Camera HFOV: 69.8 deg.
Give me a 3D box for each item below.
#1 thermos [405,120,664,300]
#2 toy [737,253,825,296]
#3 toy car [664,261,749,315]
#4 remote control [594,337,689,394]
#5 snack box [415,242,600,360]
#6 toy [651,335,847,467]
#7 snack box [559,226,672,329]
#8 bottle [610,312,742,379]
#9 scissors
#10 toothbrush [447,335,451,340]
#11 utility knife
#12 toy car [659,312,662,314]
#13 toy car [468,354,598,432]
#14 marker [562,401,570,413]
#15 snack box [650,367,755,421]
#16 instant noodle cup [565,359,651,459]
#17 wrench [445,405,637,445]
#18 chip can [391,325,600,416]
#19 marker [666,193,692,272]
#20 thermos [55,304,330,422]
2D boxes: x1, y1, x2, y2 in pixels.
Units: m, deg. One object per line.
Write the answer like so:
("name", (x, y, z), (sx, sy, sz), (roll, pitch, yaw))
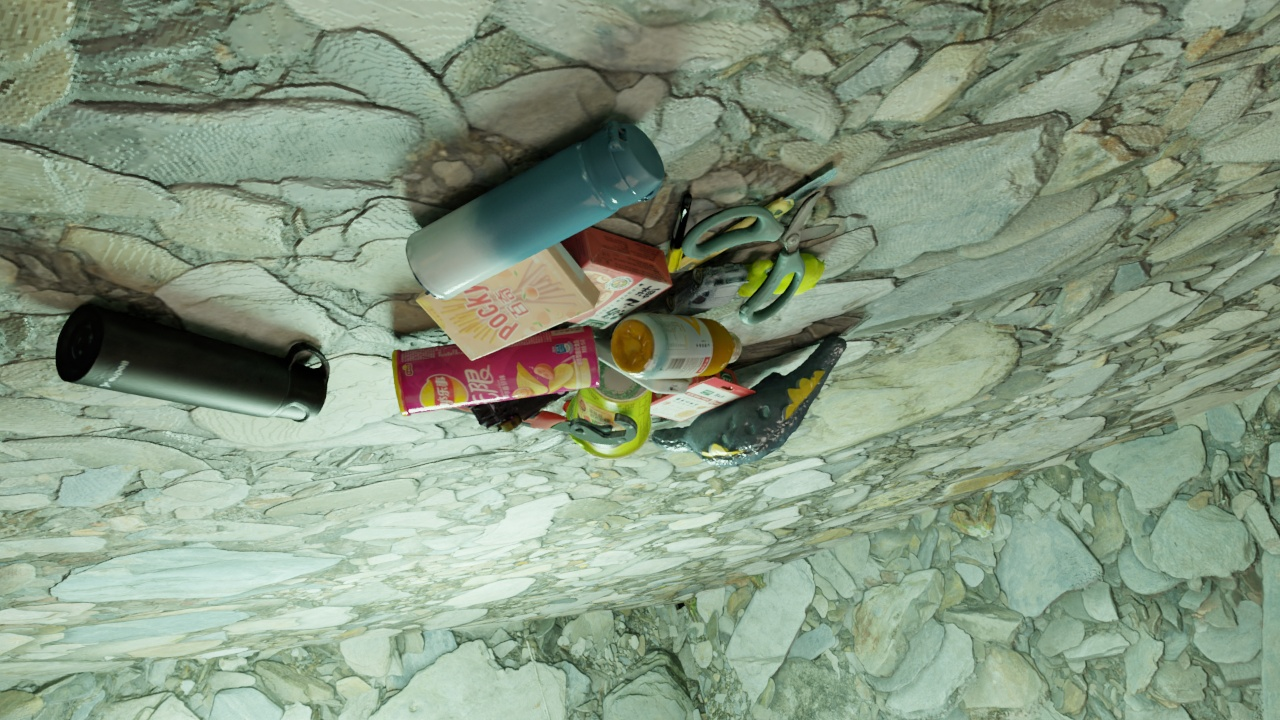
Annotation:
("thermos", (-0.086, -0.118, 0.738), (0.221, 0.070, 0.070), (-23, 157, 22))
("toy", (0.152, -0.091, 0.992), (0.100, 0.031, 0.096), (-18, 156, 13))
("toy car", (0.070, -0.071, 0.975), (0.054, 0.036, 0.121), (-10, 167, -27))
("remote control", (-0.006, 0.006, 1.033), (0.055, 0.136, 0.020), (4, 108, -44))
("snack box", (-0.123, -0.058, 0.843), (0.158, 0.026, 0.084), (-21, 124, 31))
("toy", (0.144, 0.084, 1.302), (0.091, 0.137, 0.357), (35, 134, -30))
("snack box", (-0.053, -0.073, 0.897), (0.113, 0.044, 0.127), (10, 149, -45))
("bottle", (0.046, -0.015, 0.986), (0.068, 0.068, 0.189), (-29, 164, 33))
("scissors", (0.110, -0.093, 0.895), (0.171, 0.019, 0.170), (-11, 140, -22))
("toothbrush", (-0.111, -0.041, 0.979), (0.190, 0.016, 0.016), (-9, 158, -10))
("utility knife", (0.107, -0.134, 0.890), (0.205, 0.021, 0.030), (-34, 157, 33))
("toy car", (0.031, -0.020, 1.071), (0.031, 0.049, 0.105), (-19, 158, 5))
("toy car", (-0.120, 0.023, 1.037), (0.158, 0.070, 0.042), (-29, -169, 1))
("marker", (-0.073, 0.083, 1.307), (0.017, 0.017, 0.145), (-20, 158, 15))
("snack box", (0.071, 0.036, 1.237), (0.127, 0.044, 0.113), (-25, 155, 29))
("instant noodle cup", (-0.033, 0.046, 1.134), (0.111, 0.111, 0.124), (-8, 150, -14))
("wrench", (-0.139, 0.064, 1.091), (0.273, 0.016, 0.056), (10, 139, 0))
("chip can", (-0.151, 0.010, 0.972), (0.210, 0.071, 0.071), (-8, 158, -8))
("marker", (0.038, -0.119, 0.871), (0.015, 0.018, 0.124), (9, 154, -2))
("thermos", (-0.403, 0.001, 0.864), (0.090, 0.068, 0.242), (-54, 149, 9))
